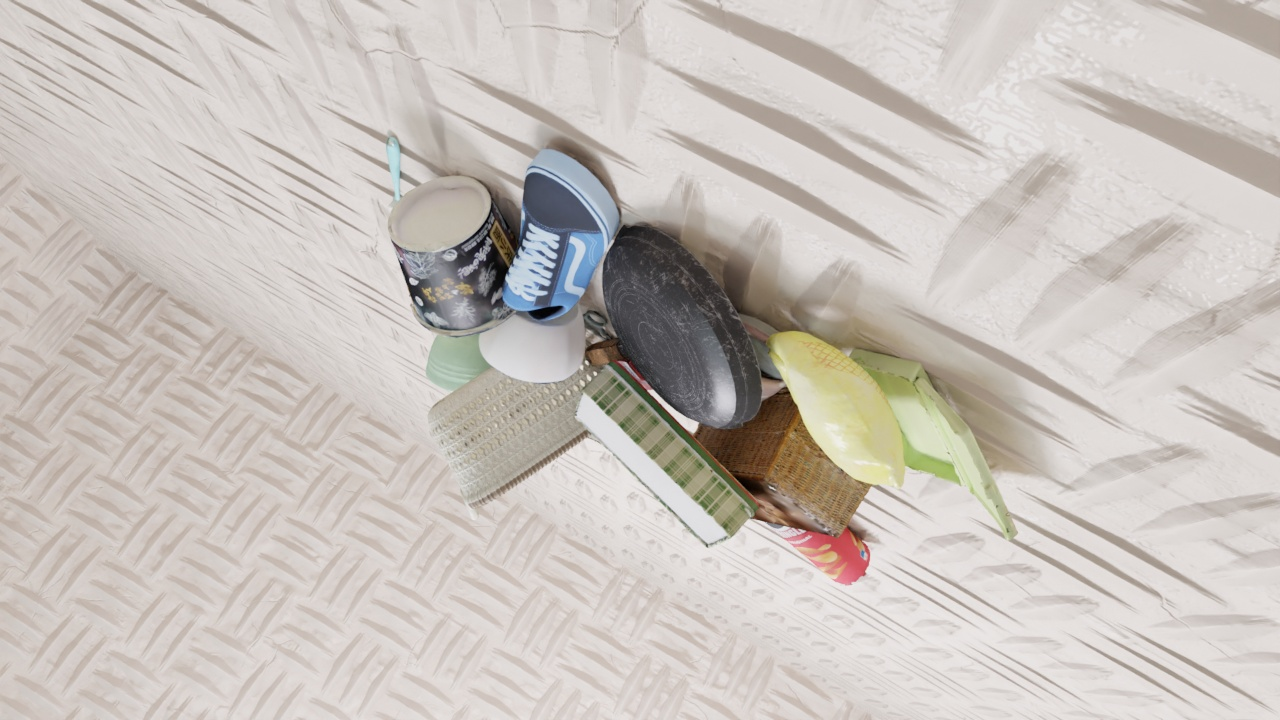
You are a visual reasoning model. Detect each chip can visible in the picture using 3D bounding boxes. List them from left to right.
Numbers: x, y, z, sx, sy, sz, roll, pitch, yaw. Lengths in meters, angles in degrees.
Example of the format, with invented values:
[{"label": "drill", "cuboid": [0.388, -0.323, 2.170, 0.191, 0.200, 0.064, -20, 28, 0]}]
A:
[{"label": "chip can", "cuboid": [0.211, 0.210, 1.193, 0.233, 0.073, 0.073, 42, 160, -29]}]

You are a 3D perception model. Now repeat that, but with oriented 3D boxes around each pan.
[{"label": "pan", "cuboid": [-0.001, -0.015, 0.887, 0.207, 0.040, 0.358, 59, 158, -6]}]

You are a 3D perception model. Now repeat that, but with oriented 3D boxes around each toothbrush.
[{"label": "toothbrush", "cuboid": [-0.268, -0.199, 0.997, 0.016, 0.016, 0.181, 34, 161, -4]}]

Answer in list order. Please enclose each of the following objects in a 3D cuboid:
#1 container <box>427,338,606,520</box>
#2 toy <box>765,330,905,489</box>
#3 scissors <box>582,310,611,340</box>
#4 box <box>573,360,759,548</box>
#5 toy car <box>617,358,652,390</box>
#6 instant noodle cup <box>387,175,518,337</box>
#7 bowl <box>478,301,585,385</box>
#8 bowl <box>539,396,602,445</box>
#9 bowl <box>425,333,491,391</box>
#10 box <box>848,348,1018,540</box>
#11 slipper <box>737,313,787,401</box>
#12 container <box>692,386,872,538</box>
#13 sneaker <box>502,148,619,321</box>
[{"label": "container", "cuboid": [-0.137, 0.065, 1.109, 0.143, 0.246, 0.185, 58, 170, -7]}, {"label": "toy", "cuboid": [0.168, 0.047, 0.762, 0.155, 0.064, 0.170, 48, 177, 46]}, {"label": "scissors", "cuboid": [-0.042, -0.021, 1.090, 0.095, 0.014, 0.170, 9, 150, 33]}, {"label": "box", "cuboid": [0.021, 0.097, 0.918, 0.205, 0.049, 0.118, 45, 163, 8]}, {"label": "toy car", "cuboid": [-0.006, 0.006, 1.064, 0.042, 0.036, 0.091, -1, 152, 30]}, {"label": "instant noodle cup", "cuboid": [-0.185, -0.112, 0.922, 0.137, 0.137, 0.112, 23, 150, 27]}, {"label": "bowl", "cuboid": [-0.111, -0.036, 0.981, 0.116, 0.116, 0.066, 28, 128, 12]}, {"label": "bowl", "cuboid": [-0.106, 0.059, 1.289, 0.153, 0.073, 0.153, 22, 175, 2]}, {"label": "bowl", "cuboid": [-0.212, -0.017, 1.232, 0.151, 0.150, 0.077, 20, 117, 33]}, {"label": "box", "cuboid": [0.257, 0.069, 0.788, 0.187, 0.044, 0.141, 49, 177, -41]}, {"label": "slipper", "cuboid": [0.070, 0.010, 0.926, 0.114, 0.054, 0.275, 36, 162, -13]}, {"label": "container", "cuboid": [0.141, 0.097, 0.945, 0.114, 0.112, 0.199, 38, 163, -18]}, {"label": "sneaker", "cuboid": [-0.080, -0.093, 0.827, 0.083, 0.098, 0.242, 30, 162, 4]}]
